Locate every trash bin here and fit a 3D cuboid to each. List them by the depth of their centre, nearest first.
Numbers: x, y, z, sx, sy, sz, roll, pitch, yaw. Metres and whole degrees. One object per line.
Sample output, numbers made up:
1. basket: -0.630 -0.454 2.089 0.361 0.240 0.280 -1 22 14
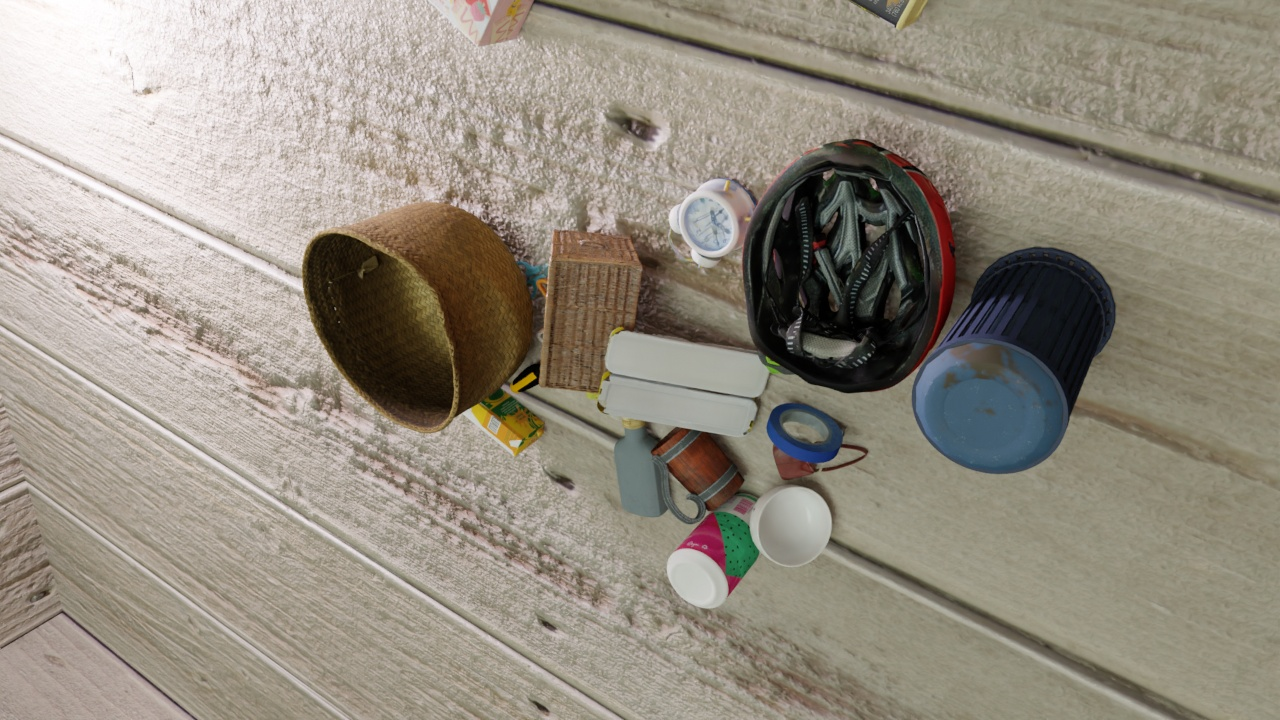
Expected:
1. trash bin: 0.351 -0.003 0.862 0.139 0.248 0.139 16 121 28

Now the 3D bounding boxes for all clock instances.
1. clock: 0.083 -0.162 1.100 0.126 0.051 0.089 -34 93 44

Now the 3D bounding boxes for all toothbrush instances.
1. toothbrush: -0.135 0.006 1.347 0.197 0.031 0.031 -32 96 43

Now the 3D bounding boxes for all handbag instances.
1. handbag: 0.230 0.123 1.163 0.120 0.029 0.055 -9 110 32

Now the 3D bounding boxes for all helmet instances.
1. helmet: 0.220 -0.099 0.958 0.218 0.166 0.272 16 121 28

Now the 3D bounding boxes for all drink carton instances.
1. drink carton: -0.213 0.091 1.430 0.122 0.058 0.041 37 129 14

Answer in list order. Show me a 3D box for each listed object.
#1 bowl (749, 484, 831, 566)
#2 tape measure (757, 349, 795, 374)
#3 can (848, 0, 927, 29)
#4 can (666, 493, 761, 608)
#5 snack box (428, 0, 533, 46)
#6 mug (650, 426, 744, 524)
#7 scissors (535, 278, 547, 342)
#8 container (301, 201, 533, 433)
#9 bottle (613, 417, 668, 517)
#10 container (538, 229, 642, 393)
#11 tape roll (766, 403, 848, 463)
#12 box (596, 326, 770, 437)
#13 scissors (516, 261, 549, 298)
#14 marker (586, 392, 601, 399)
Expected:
1. bowl: 0.190 0.211 1.192 0.105 0.104 0.054 61 167 -7
2. tape measure: 0.178 -0.013 1.120 0.066 0.035 0.059 3 124 30
3. can: 0.238 -0.392 0.857 0.101 0.072 0.131 35 129 12
4. can: 0.109 0.249 1.217 0.088 0.165 0.088 16 121 28
5. snack box: -0.189 -0.453 1.117 0.093 0.079 0.095 45 130 7
6. mug: 0.068 0.151 1.231 0.111 0.117 0.082 49 149 -1
7. scissors: -0.114 -0.060 1.310 0.129 0.011 0.125 -28 101 44
8. container: -0.309 -0.076 1.316 0.307 0.196 0.307 18 125 28
9. bottle: -0.001 0.144 1.318 0.072 0.046 0.161 8 117 32
10. container: -0.067 -0.065 1.188 0.113 0.112 0.199 4 121 -6
11. tape roll: 0.200 0.087 1.118 0.093 0.091 0.016 25 125 17
12. box: 0.054 0.029 1.167 0.209 0.023 0.127 11 122 -6
13. scissors: -0.137 -0.125 1.295 0.137 0.015 0.056 -17 101 44
14. marker: -0.063 -0.001 1.305 0.021 0.017 0.124 21 122 24
